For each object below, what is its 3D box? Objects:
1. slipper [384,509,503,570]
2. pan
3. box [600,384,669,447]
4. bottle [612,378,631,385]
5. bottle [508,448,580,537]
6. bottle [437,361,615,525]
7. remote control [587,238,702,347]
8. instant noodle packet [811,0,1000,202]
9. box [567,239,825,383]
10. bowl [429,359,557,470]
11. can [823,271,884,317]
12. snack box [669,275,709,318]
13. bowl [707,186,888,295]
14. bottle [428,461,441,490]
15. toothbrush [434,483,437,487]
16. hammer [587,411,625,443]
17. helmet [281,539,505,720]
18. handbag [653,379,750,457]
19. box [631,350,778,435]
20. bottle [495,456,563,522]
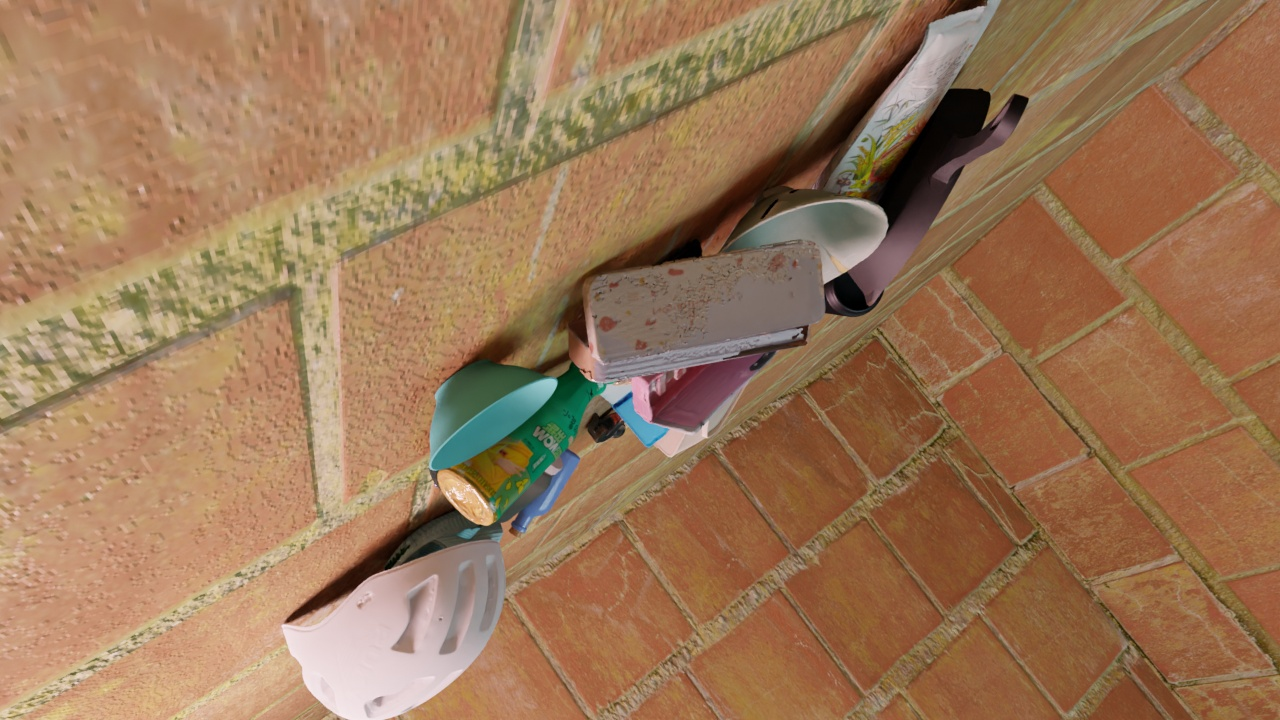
[{"bbox_3d":[-0.225,0.231,1.226,0.116,0.069,0.275,-41,170,36],"label":"slipper"},{"bbox_3d":[0.271,-0.180,0.866,0.248,0.043,0.356,-62,178,-4],"label":"pan"},{"bbox_3d":[0.061,-0.011,1.174,0.243,0.063,0.174,-38,140,2],"label":"box"},{"bbox_3d":[-0.006,0.006,1.031,0.043,0.042,0.109,-41,168,20],"label":"bottle"},{"bbox_3d":[-0.132,0.172,1.202,0.131,0.048,0.048,-59,170,-2],"label":"bottle"},{"bbox_3d":[-0.093,0.058,0.849,0.209,0.068,0.068,-45,176,-34],"label":"bottle"},{"bbox_3d":[0.000,-0.058,0.832,0.140,0.021,0.045,-38,171,0],"label":"remote control"},{"bbox_3d":[0.232,-0.217,0.813,0.146,0.057,0.270,-40,170,-28],"label":"instant noodle packet"},{"bbox_3d":[0.046,-0.040,0.795,0.216,0.095,0.108,-11,-179,-20],"label":"box"},{"bbox_3d":[-0.129,0.033,0.734,0.121,0.046,0.121,-36,169,-8],"label":"bowl"},{"bbox_3d":[0.224,-0.097,1.099,0.080,0.080,0.146,-35,-164,-11],"label":"can"},{"bbox_3d":[0.123,-0.093,0.978,0.226,0.059,0.060,-35,167,-17],"label":"snack box"},{"bbox_3d":[0.133,-0.120,0.838,0.174,0.067,0.174,-15,158,-6],"label":"bowl"},{"bbox_3d":[-0.133,0.080,0.897,0.160,0.056,0.056,-26,165,-46],"label":"bottle"},{"bbox_3d":[-0.183,0.118,1.016,0.021,0.016,0.132,-44,165,29],"label":"toothbrush"},{"bbox_3d":[0.056,0.005,1.270,0.334,0.033,0.133,-41,168,14],"label":"hammer"},{"bbox_3d":[-0.284,0.317,1.128,0.282,0.184,0.224,-45,166,2],"label":"helmet"},{"bbox_3d":[0.109,0.043,1.470,0.198,0.101,0.194,-55,163,24],"label":"handbag"},{"bbox_3d":[0.102,-0.012,1.020,0.232,0.098,0.099,-43,155,-21],"label":"box"},{"bbox_3d":[-0.149,0.148,1.128,0.108,0.060,0.060,-40,169,15],"label":"bottle"}]
